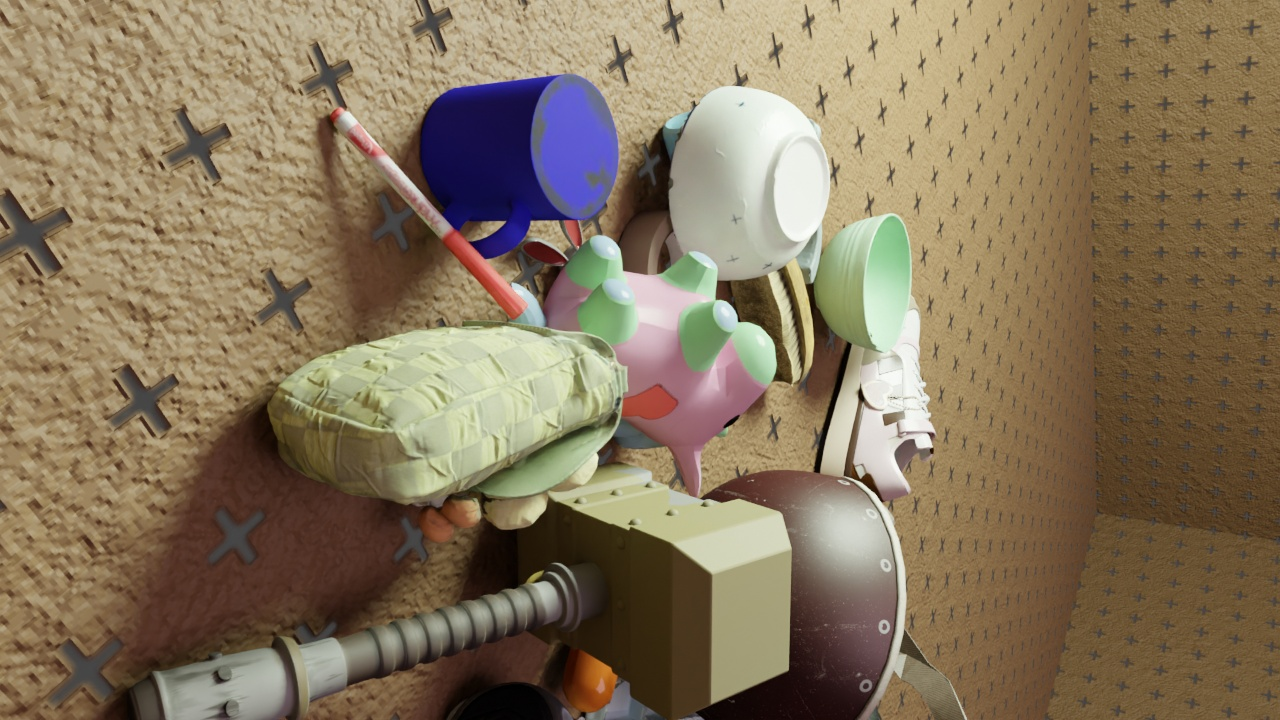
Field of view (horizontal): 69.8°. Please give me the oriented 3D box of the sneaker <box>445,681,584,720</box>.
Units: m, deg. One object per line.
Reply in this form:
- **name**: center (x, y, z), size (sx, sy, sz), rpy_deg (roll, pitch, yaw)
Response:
- **sneaker**: center (-0.082, 0.342, 0.565), size (0.160, 0.093, 0.256), rpy_deg (63, 34, -52)

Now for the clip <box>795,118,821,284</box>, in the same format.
- **clip**: center (0.155, -0.139, 0.919), size (0.168, 0.031, 0.165), rpy_deg (-56, 139, -33)

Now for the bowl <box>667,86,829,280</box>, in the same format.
- **bowl**: center (0.095, -0.135, 0.714), size (0.153, 0.073, 0.153), rpy_deg (-17, 113, -47)

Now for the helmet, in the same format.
- **helmet**: center (0.135, 0.211, 0.740), size (0.253, 0.234, 0.233), rpy_deg (28, 60, -38)

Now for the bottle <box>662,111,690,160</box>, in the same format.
- **bottle**: center (0.054, -0.137, 0.754), size (0.040, 0.040, 0.130), rpy_deg (-51, 134, -39)

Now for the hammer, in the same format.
- **hammer**: center (-0.093, 0.143, 0.496), size (0.324, 0.190, 0.101), rpy_deg (-6, 100, -38)

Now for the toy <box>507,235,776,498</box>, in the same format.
- **toy**: center (-0.004, 0.004, 0.633), size (0.222, 0.172, 0.120), rpy_deg (7, 46, -27)

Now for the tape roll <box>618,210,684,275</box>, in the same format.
- **tape roll**: center (0.019, -0.071, 0.721), size (0.093, 0.030, 0.094), rpy_deg (-12, 104, -55)

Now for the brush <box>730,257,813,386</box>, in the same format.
- **brush**: center (0.121, -0.051, 0.851), size (0.043, 0.059, 0.195), rpy_deg (-44, 131, -30)

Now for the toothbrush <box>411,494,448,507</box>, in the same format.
- **toothbrush**: center (-0.080, 0.069, 0.607), size (0.180, 0.018, 0.016), rpy_deg (-13, 108, -56)

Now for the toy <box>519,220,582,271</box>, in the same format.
- **toy**: center (-0.041, -0.066, 0.632), size (0.049, 0.030, 0.111), rpy_deg (-48, 141, -4)

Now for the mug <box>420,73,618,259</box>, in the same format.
- **mug**: center (-0.075, -0.107, 0.528), size (0.079, 0.084, 0.111), rpy_deg (45, 58, -49)

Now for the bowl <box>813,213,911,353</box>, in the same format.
- **bowl**: center (0.238, -0.085, 1.002), size (0.150, 0.077, 0.151), rpy_deg (-11, 103, -55)

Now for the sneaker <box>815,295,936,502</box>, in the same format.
- **sneaker**: center (0.303, 0.037, 1.080), size (0.112, 0.117, 0.293), rpy_deg (55, 51, -44)

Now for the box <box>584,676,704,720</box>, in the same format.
- **box**: center (0.041, 0.309, 0.762), size (0.210, 0.130, 0.105), rpy_deg (28, 63, -60)

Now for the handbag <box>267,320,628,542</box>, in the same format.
- **handbag**: center (-0.098, 0.042, 0.497), size (0.186, 0.113, 0.117), rpy_deg (-20, 113, -50)

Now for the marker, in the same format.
- **marker**: center (-0.112, -0.077, 0.491), size (0.142, 0.013, 0.012), rpy_deg (48, 51, -15)

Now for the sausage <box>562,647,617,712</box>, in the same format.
- **sausage**: center (-0.017, 0.181, 0.689), size (0.039, 0.045, 0.163), rpy_deg (48, 52, -35)
